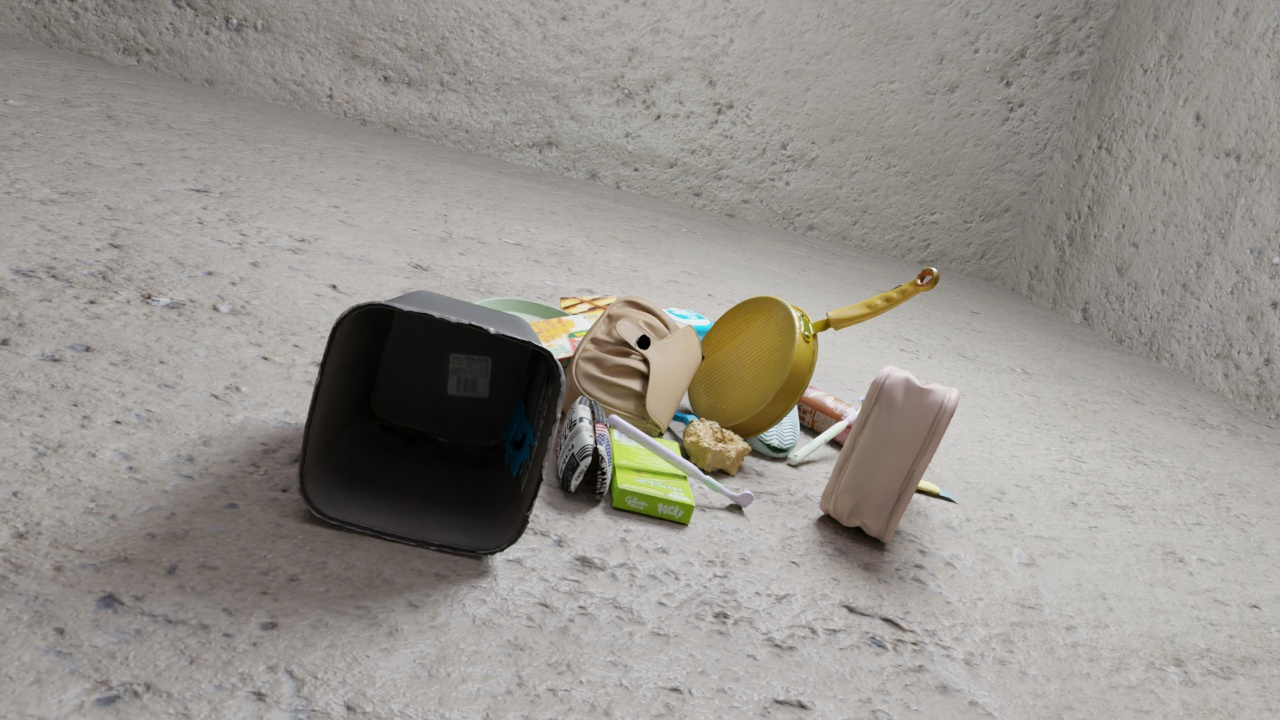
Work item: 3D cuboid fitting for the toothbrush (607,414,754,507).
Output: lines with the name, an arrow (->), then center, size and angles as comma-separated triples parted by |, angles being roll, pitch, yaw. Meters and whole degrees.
toothbrush -> 0.043, 0.108, 0.996 | 0.189, 0.029, 0.021 | 32, 52, -16

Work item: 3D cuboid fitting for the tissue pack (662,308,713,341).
tissue pack -> 0.064, -0.047, 1.512 | 0.139, 0.063, 0.090 | 0, 24, -43

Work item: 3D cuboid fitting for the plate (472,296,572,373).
plate -> -0.136, -0.012, 1.216 | 0.230, 0.028, 0.229 | 18, 29, -11

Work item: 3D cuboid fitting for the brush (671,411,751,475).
brush -> 0.048, 0.078, 1.177 | 0.083, 0.046, 0.255 | -1, 21, -34

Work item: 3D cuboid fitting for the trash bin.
trash bin -> -0.180, 0.037, 0.850 | 0.198, 0.199, 0.219 | 15, 11, -9

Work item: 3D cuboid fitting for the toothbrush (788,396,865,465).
toothbrush -> 0.260, 0.094, 1.240 | 0.029, 0.020, 0.189 | 28, 43, 37

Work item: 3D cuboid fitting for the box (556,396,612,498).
box -> -0.047, 0.091, 0.991 | 0.076, 0.075, 0.163 | 19, 15, -10

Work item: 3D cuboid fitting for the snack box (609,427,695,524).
snack box -> 0.008, 0.123, 1.009 | 0.085, 0.026, 0.156 | 14, 17, -10

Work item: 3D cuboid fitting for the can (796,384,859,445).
can -> 0.284, 0.086, 1.320 | 0.147, 0.058, 0.057 | 27, 21, 30

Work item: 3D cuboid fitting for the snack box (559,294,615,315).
snack box -> -0.076, -0.052, 1.372 | 0.087, 0.034, 0.140 | -3, 34, -4

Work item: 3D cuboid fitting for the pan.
pan -> 0.210, -0.027, 1.171 | 0.078, 0.358, 0.197 | 31, 37, -34

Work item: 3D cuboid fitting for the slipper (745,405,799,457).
slipper -> 0.162, 0.056, 1.288 | 0.104, 0.074, 0.245 | 13, 34, -14

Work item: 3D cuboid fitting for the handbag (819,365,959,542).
handbag -> 0.314, 0.107, 1.102 | 0.093, 0.193, 0.233 | 28, 11, 24

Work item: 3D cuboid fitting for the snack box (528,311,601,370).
snack box -> -0.088, -0.025, 1.214 | 0.155, 0.027, 0.077 | -12, 46, -46

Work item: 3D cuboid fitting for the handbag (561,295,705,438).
handbag -> -0.007, 0.007, 1.140 | 0.148, 0.100, 0.203 | 30, 45, 0

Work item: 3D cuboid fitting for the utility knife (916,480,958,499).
utility knife -> 0.343, 0.157, 1.227 | 0.176, 0.019, 0.031 | 12, 22, -3
